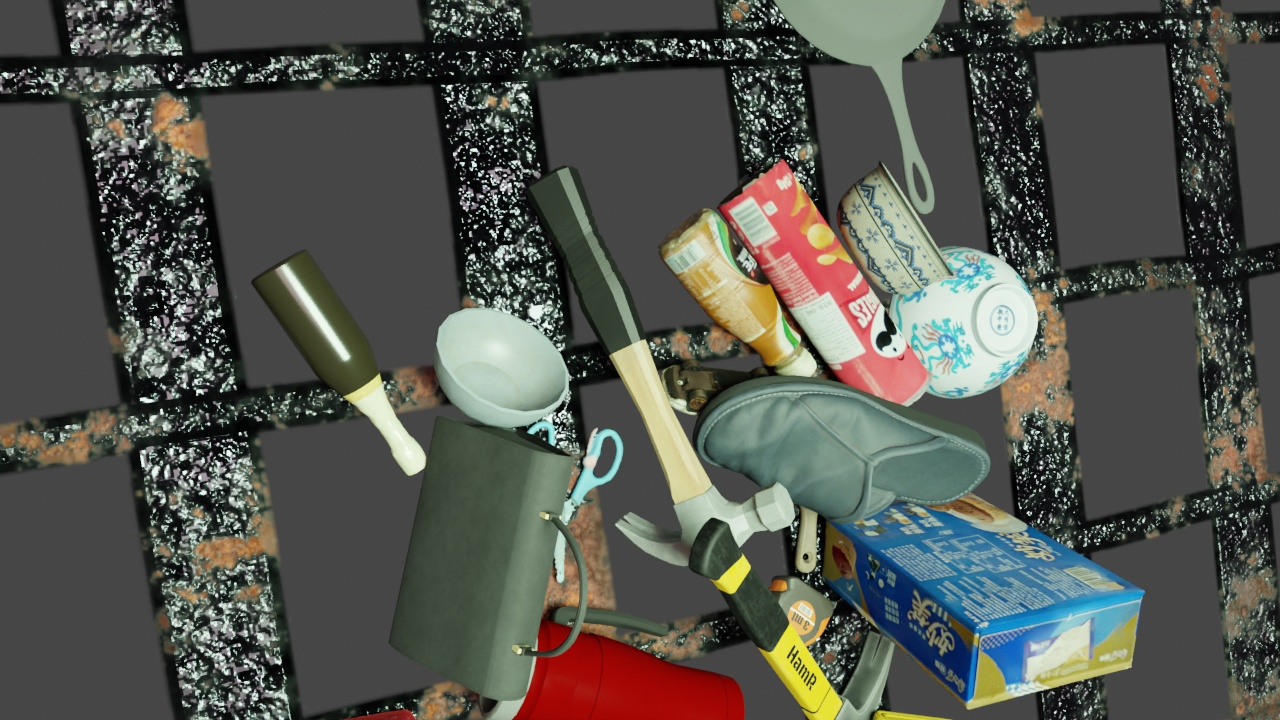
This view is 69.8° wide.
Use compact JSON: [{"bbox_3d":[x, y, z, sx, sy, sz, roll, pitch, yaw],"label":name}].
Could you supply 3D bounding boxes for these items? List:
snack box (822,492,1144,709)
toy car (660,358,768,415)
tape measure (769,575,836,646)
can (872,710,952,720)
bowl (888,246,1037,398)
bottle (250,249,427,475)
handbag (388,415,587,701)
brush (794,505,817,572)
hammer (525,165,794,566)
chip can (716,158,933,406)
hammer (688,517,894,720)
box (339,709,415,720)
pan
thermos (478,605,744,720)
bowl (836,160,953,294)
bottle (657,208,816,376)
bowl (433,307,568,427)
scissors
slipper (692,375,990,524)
[{"bbox_3d":[0.269,0.184,0.753,0.155,0.203,0.069,-6,106,-19],"label":"snack box"},{"bbox_3d":[0.070,0.030,0.774,0.112,0.048,0.041,8,132,-16],"label":"toy car"},{"bbox_3d":[0.132,0.223,0.802,0.058,0.038,0.058,36,66,-16],"label":"tape measure"},{"bbox_3d":[0.256,0.381,0.813,0.135,0.075,0.104,20,87,-33],"label":"can"},{"bbox_3d":[0.309,-0.035,0.834,0.143,0.074,0.144,0,91,-18],"label":"bowl"},{"bbox_3d":[-0.214,0.008,0.679,0.045,0.045,0.184,-35,108,-15],"label":"bottle"},{"bbox_3d":[-0.090,0.141,0.635,0.072,0.196,0.175,13,86,-34],"label":"handbag"},{"bbox_3d":[0.152,0.114,0.818,0.039,0.012,0.151,6,89,-18],"label":"brush"},{"bbox_3d":[-0.004,0.004,0.722,0.131,0.039,0.328,-25,89,21],"label":"hammer"},{"bbox_3d":[0.157,-0.060,0.786,0.073,0.073,0.233,-40,101,-14],"label":"chip can"},{"bbox_3d":[0.119,0.229,0.732,0.169,0.034,0.324,-51,129,-24],"label":"hammer"},{"bbox_3d":[-0.230,0.333,0.654,0.157,0.098,0.129,-5,88,-18],"label":"box"},{"bbox_3d":[0.218,-0.306,0.826,0.216,0.024,0.354,-19,97,-17],"label":"pan"},{"bbox_3d":[-0.020,0.255,0.732,0.198,0.084,0.107,22,55,-20],"label":"thermos"},{"bbox_3d":[0.212,-0.106,0.788,0.059,0.115,0.115,-33,103,20],"label":"bowl"},{"bbox_3d":[0.086,-0.048,0.768,0.059,0.059,0.167,-44,103,-13],"label":"bottle"},{"bbox_3d":[-0.110,0.012,0.696,0.106,0.106,0.039,24,127,-17],"label":"bowl"},{"bbox_3d":[-0.074,0.110,0.742,0.095,0.015,0.142,28,76,-18],"label":"scissors"},{"bbox_3d":[0.175,0.088,0.752,0.265,0.083,0.109,14,127,-14],"label":"slipper"}]
